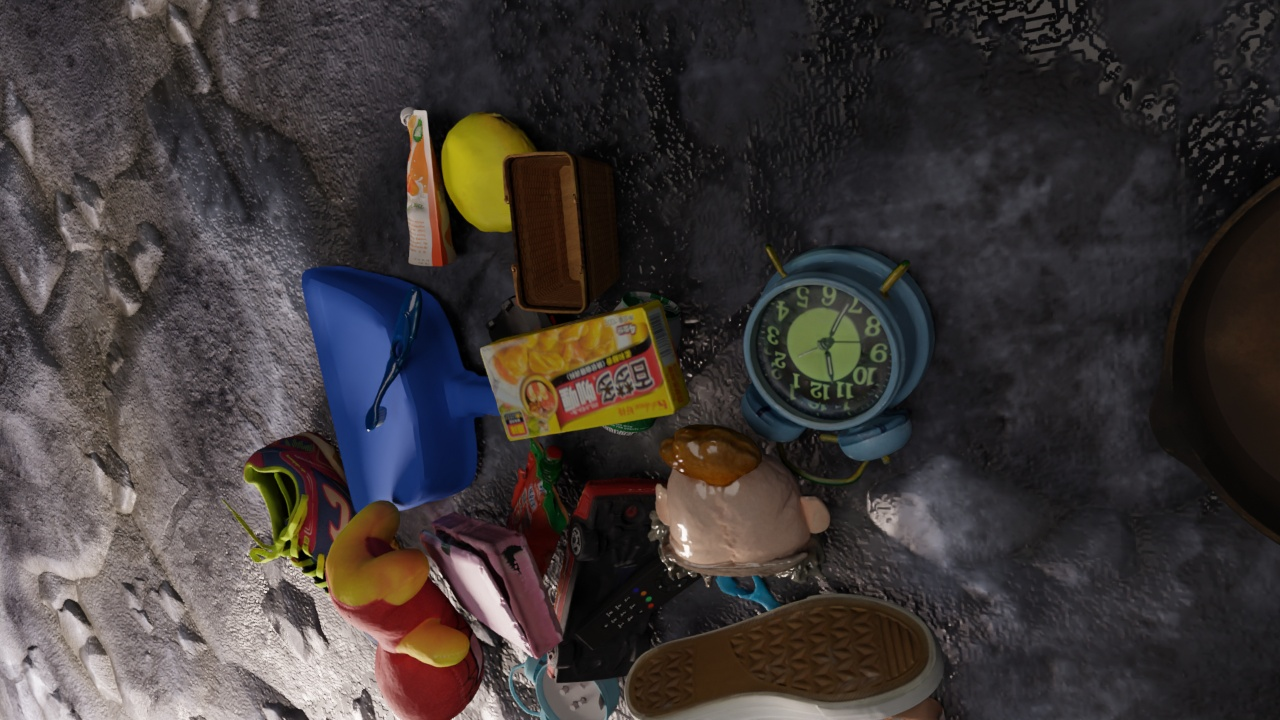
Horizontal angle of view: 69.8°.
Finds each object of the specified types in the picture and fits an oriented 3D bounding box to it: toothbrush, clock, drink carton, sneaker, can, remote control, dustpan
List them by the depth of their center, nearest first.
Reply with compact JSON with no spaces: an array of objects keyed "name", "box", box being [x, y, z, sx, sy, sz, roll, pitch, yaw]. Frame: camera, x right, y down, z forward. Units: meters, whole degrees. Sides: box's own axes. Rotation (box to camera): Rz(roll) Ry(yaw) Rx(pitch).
[{"name":"clock","box":[0.123,0.004,0.593,0.118,0.059,0.162,8,113,29]},{"name":"sneaker","box":[0.106,0.232,0.664,0.236,0.087,0.079,-19,130,26]},{"name":"can","box":[-0.004,0.004,0.676,0.053,0.053,0.101,27,118,23]},{"name":"remote control","box":[0.005,0.176,0.703,0.125,0.010,0.039,-37,124,1]},{"name":"drink carton","box":[-0.175,-0.142,0.744,0.069,0.038,0.122,-149,53,-60]},{"name":"toothbrush","box":[-0.199,-0.001,0.745,0.021,0.016,0.132,29,109,18]},{"name":"dustpan","box":[-0.184,0.035,0.790,0.258,0.059,0.246,3,107,46]},{"name":"clock","box":[-0.071,0.296,0.817,0.123,0.041,0.087,-13,98,33]},{"name":"sneaker","box":[-0.314,0.191,0.909,0.116,0.090,0.242,-33,87,33]}]

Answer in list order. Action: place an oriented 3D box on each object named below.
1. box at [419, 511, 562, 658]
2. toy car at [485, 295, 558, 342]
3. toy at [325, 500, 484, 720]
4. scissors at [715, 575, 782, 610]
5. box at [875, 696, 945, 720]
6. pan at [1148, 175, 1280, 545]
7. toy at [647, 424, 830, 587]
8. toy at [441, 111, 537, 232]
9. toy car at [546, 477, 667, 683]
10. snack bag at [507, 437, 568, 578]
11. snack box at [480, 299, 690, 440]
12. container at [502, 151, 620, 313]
[{"name":"box","box":[-0.130,0.179,0.750,0.233,0.046,0.098,-9,101,66]},{"name":"toy car","box":[-0.092,-0.027,0.733,0.042,0.036,0.092,56,148,2]},{"name":"toy","box":[-0.207,0.238,0.823,0.147,0.098,0.216,48,157,55]},{"name":"scissors","box":[0.113,0.207,0.693,0.134,0.015,0.103,19,111,22]},{"name":"box","box":[0.192,0.349,0.650,0.108,0.094,0.216,1,107,58]},{"name":"pan","box":[0.356,-0.062,0.432,0.249,0.043,0.356,-20,94,35]},{"name":"toy","box":[0.061,0.095,0.626,0.133,0.076,0.176,-3,138,14]},{"name":"toy","box":[-0.116,-0.144,0.709,0.095,0.041,0.094,29,124,21]},{"name":"toy car","box":[-0.026,0.179,0.731,0.056,0.081,0.190,-127,45,-58]},{"name":"snack bag","box":[-0.084,0.121,0.744,0.155,0.044,0.087,108,146,-44]},{"name":"snack box","box":[-0.042,0.010,0.651,0.153,0.025,0.075,-12,99,34]},{"name":"container","box":[-0.054,-0.096,0.671,0.063,0.061,0.114,5,107,31]}]
